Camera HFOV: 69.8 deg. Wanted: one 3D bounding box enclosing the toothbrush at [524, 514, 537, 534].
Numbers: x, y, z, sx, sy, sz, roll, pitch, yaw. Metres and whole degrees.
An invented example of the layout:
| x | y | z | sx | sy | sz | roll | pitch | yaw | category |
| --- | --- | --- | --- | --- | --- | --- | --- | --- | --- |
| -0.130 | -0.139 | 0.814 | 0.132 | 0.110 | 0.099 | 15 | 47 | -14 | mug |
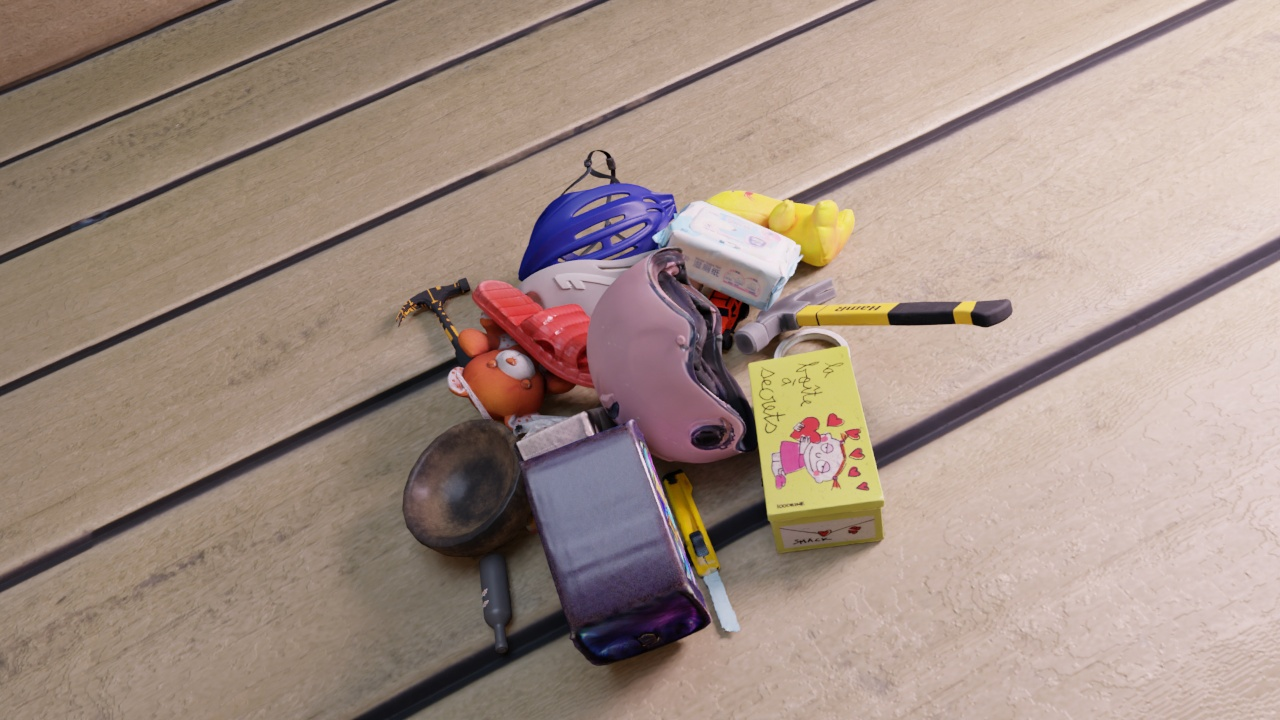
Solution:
| x | y | z | sx | sy | sz | roll | pitch | yaw | category |
| --- | --- | --- | --- | --- | --- | --- | --- | --- | --- |
| -0.062 | 0.143 | 1.090 | 0.184 | 0.016 | 0.015 | -37 | 43 | -19 | toothbrush |

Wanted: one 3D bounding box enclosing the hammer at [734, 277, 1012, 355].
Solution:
| x | y | z | sx | sy | sz | roll | pitch | yaw | category |
| --- | --- | --- | --- | --- | --- | --- | --- | --- | --- |
| 0.273 | -0.055 | 1.067 | 0.169 | 0.034 | 0.325 | -34 | 22 | -35 | hammer |

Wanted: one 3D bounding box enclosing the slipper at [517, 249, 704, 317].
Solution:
| x | y | z | sx | sy | sz | roll | pitch | yaw | category |
| --- | --- | --- | --- | --- | --- | --- | --- | --- | --- |
| -0.039 | -0.077 | 1.229 | 0.266 | 0.113 | 0.080 | -10 | 44 | 0 | slipper |

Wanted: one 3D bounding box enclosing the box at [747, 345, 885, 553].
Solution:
| x | y | z | sx | sy | sz | roll | pitch | yaw | category |
| --- | --- | --- | --- | --- | --- | --- | --- | --- | --- |
| 0.190 | 0.092 | 1.009 | 0.124 | 0.082 | 0.220 | -8 | 47 | 11 | box |

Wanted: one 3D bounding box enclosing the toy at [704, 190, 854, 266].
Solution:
| x | y | z | sx | sy | sz | roll | pitch | yaw | category |
| --- | --- | --- | --- | --- | --- | --- | --- | --- | --- |
| 0.190 | -0.184 | 1.267 | 0.194 | 0.087 | 0.134 | 12 | 9 | 22 | toy |

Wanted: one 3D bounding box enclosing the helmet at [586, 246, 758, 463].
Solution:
| x | y | z | sx | sy | sz | roll | pitch | yaw | category |
| --- | --- | --- | --- | --- | --- | --- | --- | --- | --- |
| 0.033 | 0.015 | 1.032 | 0.153 | 0.255 | 0.229 | -28 | 40 | 13 | helmet |

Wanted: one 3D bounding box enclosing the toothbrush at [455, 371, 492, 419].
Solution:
| x | y | z | sx | sy | sz | roll | pitch | yaw | category |
| --- | --- | --- | --- | --- | --- | --- | --- | --- | --- |
| -0.179 | 0.066 | 1.082 | 0.010 | 0.182 | 0.010 | 11 | 58 | 23 | toothbrush |

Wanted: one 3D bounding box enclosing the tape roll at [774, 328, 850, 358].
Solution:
| x | y | z | sx | sy | sz | roll | pitch | yaw | category |
| --- | --- | --- | --- | --- | --- | --- | --- | --- | --- |
| 0.213 | -0.002 | 1.137 | 0.093 | 0.013 | 0.092 | -10 | 46 | 10 | tape roll |

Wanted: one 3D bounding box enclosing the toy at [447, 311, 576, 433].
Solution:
| x | y | z | sx | sy | sz | roll | pitch | yaw | category |
| --- | --- | --- | --- | --- | --- | --- | --- | --- | --- |
| -0.158 | 0.009 | 1.162 | 0.164 | 0.093 | 0.172 | 29 | 37 | 1 | toy |

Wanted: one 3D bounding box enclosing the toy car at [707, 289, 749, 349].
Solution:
| x | y | z | sx | sy | sz | roll | pitch | yaw | category |
| --- | --- | --- | --- | --- | --- | --- | --- | --- | --- |
| 0.105 | -0.061 | 1.202 | 0.051 | 0.049 | 0.100 | 12 | 53 | 27 | toy car |

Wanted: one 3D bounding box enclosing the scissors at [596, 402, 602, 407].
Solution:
| x | y | z | sx | sy | sz | roll | pitch | yaw | category |
| --- | --- | --- | --- | --- | --- | --- | --- | --- | --- |
| -0.008 | 0.008 | 1.181 | 0.228 | 0.016 | 0.134 | -42 | 32 | -5 | scissors |

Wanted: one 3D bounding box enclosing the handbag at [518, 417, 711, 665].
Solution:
| x | y | z | sx | sy | sz | roll | pitch | yaw | category |
| --- | --- | --- | --- | --- | --- | --- | --- | --- | --- |
| -0.024 | 0.178 | 0.903 | 0.125 | 0.222 | 0.204 | -20 | 68 | -1 | handbag |

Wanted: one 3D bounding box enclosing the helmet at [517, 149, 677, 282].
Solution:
| x | y | z | sx | sy | sz | roll | pitch | yaw | category |
| --- | --- | --- | --- | --- | --- | --- | --- | --- | --- |
| -0.071 | -0.201 | 1.320 | 0.241 | 0.148 | 0.227 | -18 | 50 | 0 | helmet |

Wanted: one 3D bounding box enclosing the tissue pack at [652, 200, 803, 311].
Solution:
| x | y | z | sx | sy | sz | roll | pitch | yaw | category |
| --- | --- | --- | --- | --- | --- | --- | --- | --- | --- |
| 0.112 | -0.142 | 1.184 | 0.182 | 0.070 | 0.111 | 25 | 39 | 7 | tissue pack |

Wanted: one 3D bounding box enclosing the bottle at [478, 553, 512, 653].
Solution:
| x | y | z | sx | sy | sz | roll | pitch | yaw | category |
| --- | --- | --- | --- | --- | --- | --- | --- | --- | --- |
| -0.156 | 0.264 | 0.994 | 0.030 | 0.030 | 0.112 | -18 | 45 | 1 | bottle |

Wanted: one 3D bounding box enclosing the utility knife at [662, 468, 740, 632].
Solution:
| x | y | z | sx | sy | sz | roll | pitch | yaw | category |
| --- | --- | --- | --- | --- | --- | --- | --- | --- | --- |
| 0.066 | 0.201 | 0.995 | 0.030 | 0.019 | 0.218 | -27 | 48 | 5 | utility knife |

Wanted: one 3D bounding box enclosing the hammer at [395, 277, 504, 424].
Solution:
| x | y | z | sx | sy | sz | roll | pitch | yaw | category |
| --- | --- | --- | --- | --- | --- | --- | --- | --- | --- |
| -0.253 | -0.012 | 1.285 | 0.123 | 0.036 | 0.320 | -25 | 44 | -13 | hammer |

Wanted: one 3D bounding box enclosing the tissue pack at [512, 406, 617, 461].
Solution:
| x | y | z | sx | sy | sz | roll | pitch | yaw | category |
| --- | --- | --- | --- | --- | --- | --- | --- | --- | --- |
| -0.080 | 0.082 | 1.032 | 0.104 | 0.181 | 0.071 | -24 | 88 | 11 | tissue pack |

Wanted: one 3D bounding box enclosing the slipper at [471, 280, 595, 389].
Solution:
| x | y | z | sx | sy | sz | roll | pitch | yaw | category |
| --- | --- | --- | --- | --- | --- | --- | --- | --- | --- |
| -0.108 | -0.044 | 1.149 | 0.249 | 0.059 | 0.103 | 35 | 26 | 20 | slipper |

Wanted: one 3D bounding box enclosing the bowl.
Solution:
| x | y | z | sx | sy | sz | roll | pitch | yaw | category |
| --- | --- | --- | --- | --- | --- | --- | --- | --- | --- |
| -0.189 | 0.154 | 1.062 | 0.162 | 0.070 | 0.162 | -15 | 52 | 20 | bowl |
